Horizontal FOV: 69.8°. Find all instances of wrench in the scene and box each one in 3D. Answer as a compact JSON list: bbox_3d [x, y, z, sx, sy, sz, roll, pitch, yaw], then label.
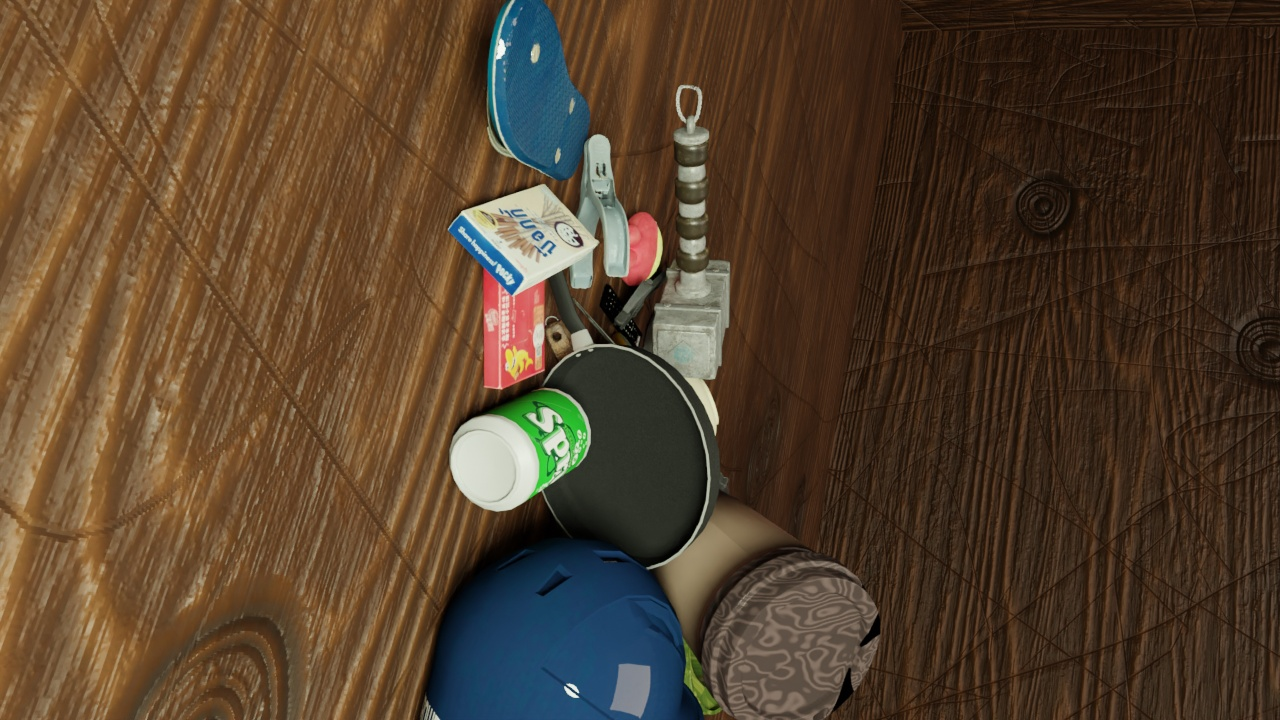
[{"bbox_3d":[0.014,-0.093,1.171,0.073,0.018,0.272,-54,179,22],"label":"wrench"}]

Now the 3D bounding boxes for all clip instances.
[{"bbox_3d":[-0.043,-0.128,0.939,0.165,0.032,0.165,-112,-150,-44],"label":"clip"}]

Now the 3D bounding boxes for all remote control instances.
[{"bbox_3d":[-0.023,-0.050,1.154,0.140,0.009,0.030,55,47,-61],"label":"remote control"}]

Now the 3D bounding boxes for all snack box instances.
[{"bbox_3d":[-0.102,-0.113,0.835,0.026,0.082,0.149,-43,178,30],"label":"snack box"},{"bbox_3d":[-0.120,-0.046,0.884,0.089,0.021,0.133,-28,123,-65],"label":"snack box"}]

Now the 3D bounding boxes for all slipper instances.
[{"bbox_3d":[-0.102,-0.231,0.826,0.295,0.060,0.118,22,81,-82],"label":"slipper"}]

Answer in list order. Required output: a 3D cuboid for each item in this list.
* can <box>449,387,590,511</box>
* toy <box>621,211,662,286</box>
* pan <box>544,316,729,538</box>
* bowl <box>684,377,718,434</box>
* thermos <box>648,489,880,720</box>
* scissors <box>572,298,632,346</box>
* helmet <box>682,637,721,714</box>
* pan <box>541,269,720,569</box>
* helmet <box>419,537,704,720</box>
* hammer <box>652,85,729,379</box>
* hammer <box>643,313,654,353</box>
[{"bbox_3d":[-0.110,0.081,0.860,0.139,0.088,0.088,-27,122,-65],"label":"can"},{"bbox_3d":[-0.002,-0.137,1.126,0.135,0.045,0.091,-2,102,-76],"label":"toy"},{"bbox_3d":[-0.027,0.112,1.007,0.040,0.208,0.357,-99,165,-69],"label":"pan"},{"bbox_3d":[0.054,0.066,1.195,0.151,0.075,0.150,159,-89,-81],"label":"bowl"},{"bbox_3d":[0.102,0.231,0.914,0.172,0.226,0.173,-8,111,-22],"label":"thermos"},{"bbox_3d":[-0.006,0.007,1.065,0.225,0.016,0.229,49,4,-16],"label":"scissors"},{"bbox_3d":[0.098,0.357,1.289,0.213,0.247,0.243,53,4,-38],"label":"helmet"},{"bbox_3d":[-0.039,0.032,0.914,0.034,0.226,0.356,-13,84,-51],"label":"pan"},{"bbox_3d":[-0.057,0.276,0.841,0.272,0.233,0.223,27,82,-44],"label":"helmet"},{"bbox_3d":[0.060,-0.151,1.069,0.176,0.079,0.327,-72,162,-55],"label":"hammer"},{"bbox_3d":[0.053,0.068,1.355,0.130,0.039,0.329,-56,147,-47],"label":"hammer"}]
